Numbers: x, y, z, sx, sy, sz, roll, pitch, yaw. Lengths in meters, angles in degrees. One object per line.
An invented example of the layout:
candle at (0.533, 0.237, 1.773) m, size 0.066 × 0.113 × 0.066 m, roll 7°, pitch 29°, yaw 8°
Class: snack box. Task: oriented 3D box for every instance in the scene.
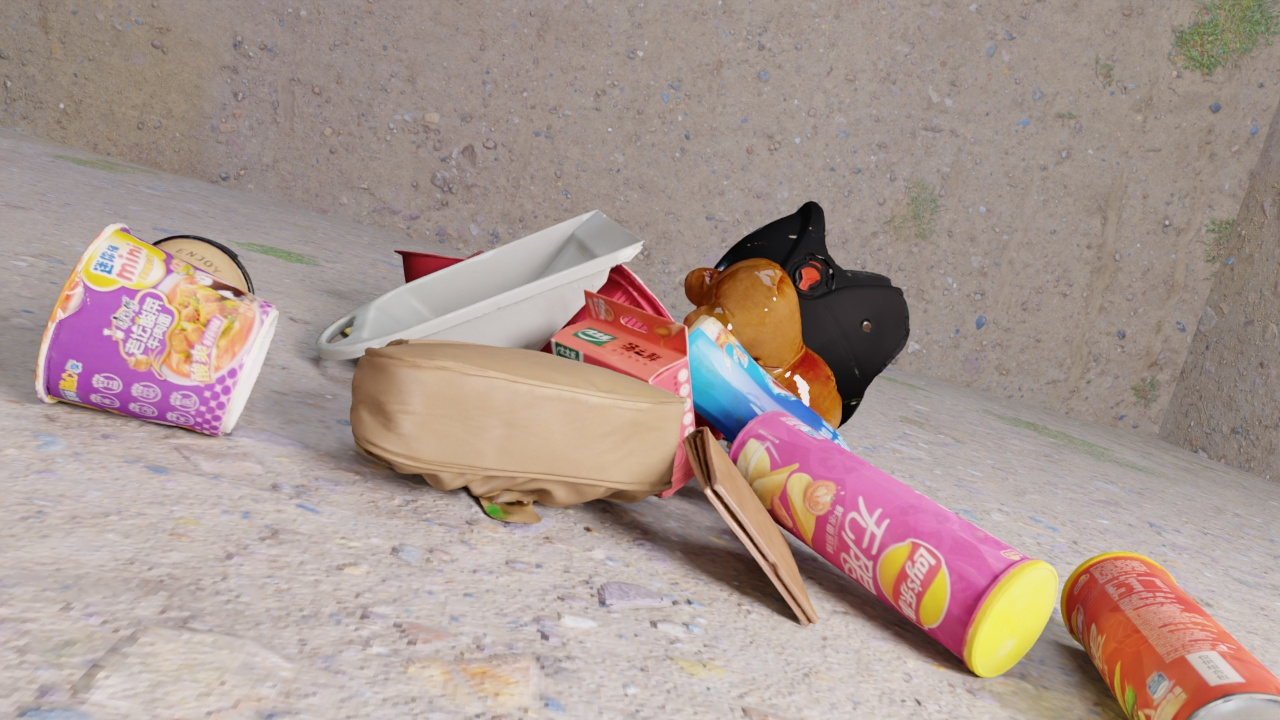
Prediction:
snack box at (-0.014, 0.024, 0.691) m, size 0.044 × 0.127 × 0.113 m, roll -29°, pitch 35°, yaw -35°

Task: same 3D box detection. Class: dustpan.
dustpan at (-0.153, -0.068, 0.821) m, size 0.142 × 0.258 × 0.222 m, roll 39°, pitch 4°, yaw -20°

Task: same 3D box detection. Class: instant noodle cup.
instant noodle cup at (-0.273, -0.009, 0.533) m, size 0.099 × 0.111 × 0.111 m, roll 23°, pitch 5°, yaw -17°
instant noodle cup at (-0.005, 0.005, 0.827) m, size 0.065 × 0.194 × 0.194 m, roll -32°, pitch 20°, yaw -9°

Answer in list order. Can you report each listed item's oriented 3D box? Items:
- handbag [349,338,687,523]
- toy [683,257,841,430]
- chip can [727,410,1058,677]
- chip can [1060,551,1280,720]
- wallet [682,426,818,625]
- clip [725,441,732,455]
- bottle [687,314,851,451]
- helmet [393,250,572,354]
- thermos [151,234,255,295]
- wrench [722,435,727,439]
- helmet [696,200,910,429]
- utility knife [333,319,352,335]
handbag at (-0.080, 0.042, 0.573) m, size 0.204 × 0.100 × 0.148 m, roll 12°, pitch 1°, yaw -28°
toy at (0.109, 0.012, 0.809) m, size 0.199 × 0.131 × 0.140 m, roll 51°, pitch 23°, yaw -23°
chip can at (0.144, 0.103, 0.571) m, size 0.071 × 0.071 × 0.211 m, roll 9°, pitch 15°, yaw -39°
chip can at (0.284, 0.164, 0.487) m, size 0.073 × 0.073 × 0.216 m, roll 17°, pitch 7°, yaw 11°
wallet at (0.064, 0.095, 0.545) m, size 0.101 × 0.020 × 0.115 m, roll 54°, pitch 5°, yaw -9°
clip at (0.115, 0.086, 0.871) m, size 0.103 × 0.035 × 0.092 m, roll 22°, pitch 10°, yaw 11°
bottle at (0.107, 0.059, 0.703) m, size 0.218 × 0.065 × 0.065 m, roll 43°, pitch 9°, yaw 0°
helmet at (-0.151, -0.064, 1.039) m, size 0.239 × 0.144 × 0.207 m, roll -5°, pitch 6°, yaw -19°
thermos at (-0.337, -0.036, 0.650) m, size 0.093 × 0.093 × 0.143 m, roll 15°, pitch 14°, yaw -8°
wrench at (0.158, 0.103, 0.906) m, size 0.056 × 0.016 × 0.274 m, roll 10°, pitch 9°, yaw -36°
helmet at (0.175, -0.045, 1.098) m, size 0.230 × 0.274 × 0.233 m, roll -12°, pitch -3°, yaw -5°
utility knife at (-0.269, -0.015, 0.920) m, size 0.031 × 0.020 × 0.196 m, roll 8°, pitch 16°, yaw -39°
